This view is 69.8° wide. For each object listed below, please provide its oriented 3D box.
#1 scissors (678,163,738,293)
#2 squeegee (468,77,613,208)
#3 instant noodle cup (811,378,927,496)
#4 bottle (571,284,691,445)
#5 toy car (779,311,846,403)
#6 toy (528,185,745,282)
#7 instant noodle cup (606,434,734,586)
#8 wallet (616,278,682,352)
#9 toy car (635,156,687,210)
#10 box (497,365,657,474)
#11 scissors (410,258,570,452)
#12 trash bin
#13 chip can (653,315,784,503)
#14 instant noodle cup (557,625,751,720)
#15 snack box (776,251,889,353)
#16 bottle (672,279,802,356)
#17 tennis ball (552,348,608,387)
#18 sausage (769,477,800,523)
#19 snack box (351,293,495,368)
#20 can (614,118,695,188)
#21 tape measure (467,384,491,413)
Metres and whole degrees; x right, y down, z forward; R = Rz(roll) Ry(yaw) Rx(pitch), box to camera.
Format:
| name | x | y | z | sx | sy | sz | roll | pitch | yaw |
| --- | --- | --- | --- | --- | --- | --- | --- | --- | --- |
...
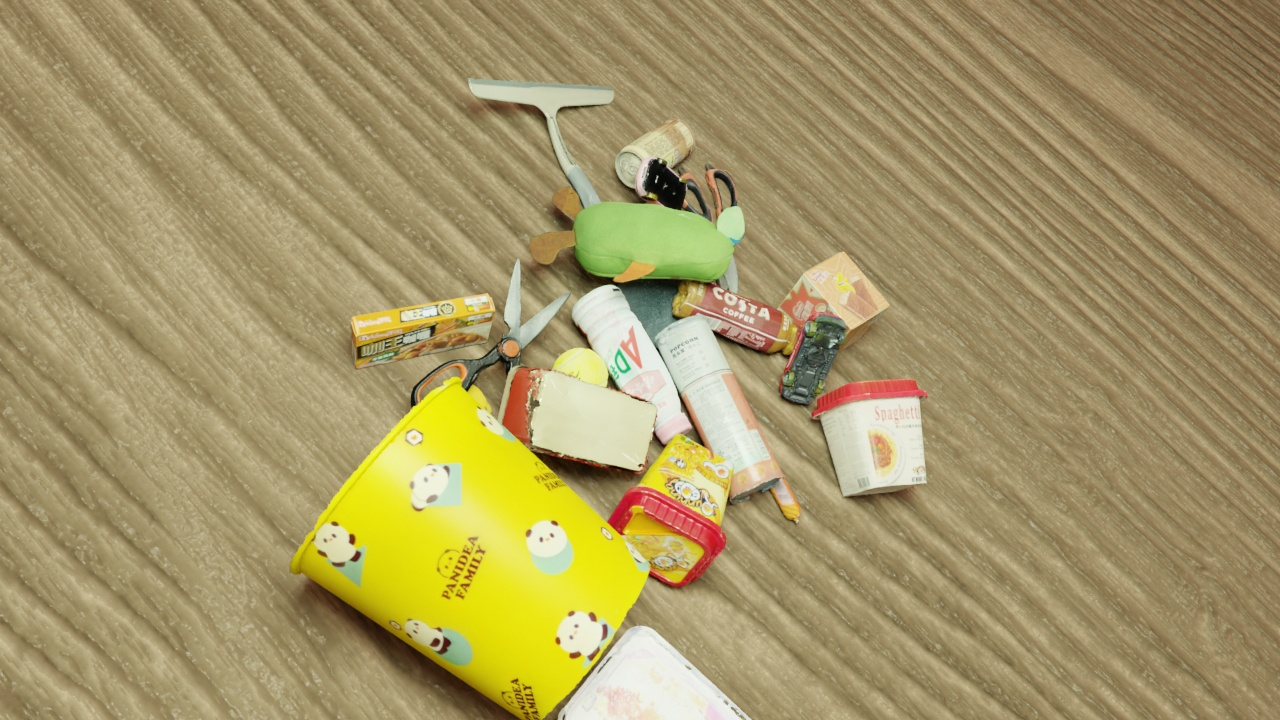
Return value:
| name | x | y | z | sx | sy | sz | roll | pitch | yaw |
| --- | --- | --- | --- | --- | --- | --- | --- | --- | --- |
| scissors | 0.092 | -0.177 | 1.241 | 0.194 | 0.015 | 0.205 | 35 | 58 | 3 |
| squeegee | -0.087 | -0.258 | 1.217 | 0.245 | 0.039 | 0.246 | -13 | 72 | -43 |
| instant noodle cup | 0.279 | 0.094 | 1.097 | 0.116 | 0.117 | 0.124 | -2 | 75 | -18 |
| bottle | -0.006 | 0.006 | 1.077 | 0.068 | 0.068 | 0.197 | -25 | 74 | -27 |
| toy car | 0.209 | -0.006 | 1.126 | 0.053 | 0.121 | 0.045 | 16 | 24 | -15 |
| toy | -0.002 | -0.143 | 1.100 | 0.247 | 0.090 | 0.226 | 10 | 35 | 8 |
| instant noodle cup | 0.039 | 0.157 | 0.988 | 0.116 | 0.116 | 0.123 | 29 | 46 | 0 |
| wallet | 0.020 | -0.078 | 1.162 | 0.097 | 0.019 | 0.120 | 39 | 60 | 5 |
| toy car | 0.025 | -0.225 | 1.191 | 0.037 | 0.122 | 0.056 | 17 | 89 | 26 |
| box | -0.059 | 0.063 | 0.969 | 0.168 | 0.079 | 0.091 | 20 | 79 | -41 |
| scissors | -0.152 | 0.010 | 1.010 | 0.220 | 0.022 | 0.224 | -26 | 101 | -28 |
| trash bin | -0.145 | 0.182 | 0.855 | 0.255 | 0.230 | 0.229 | 38 | 58 | -1 |
| chip can | 0.091 | 0.056 | 1.071 | 0.071 | 0.071 | 0.214 | -16 | 70 | -24 |
| instant noodle cup | 0.015 | 0.362 | 0.890 | 0.173 | 0.060 | 0.137 | 42 | 58 | 7 |
| snack box | 0.245 | -0.067 | 1.179 | 0.076 | 0.093 | 0.094 | -29 | 74 | -28 |
| bottle | 0.128 | -0.051 | 1.149 | 0.175 | 0.058 | 0.057 | 22 | 57 | -14 |
| tennis ball | -0.070 | 0.019 | 1.051 | 0.065 | 0.066 | 0.065 | 7 | 60 | -13 |
| sausage | 0.147 | 0.119 | 1.088 | 0.021 | 0.022 | 0.165 | -18 | 68 | -25 |
| snack box | -0.242 | -0.033 | 1.021 | 0.153 | 0.075 | 0.026 | -12 | 66 | -23 |
| can | 0.021 | -0.281 | 1.242 | 0.058 | 0.059 | 0.116 | 42 | 51 | 8 |
| tape measure | -0.200 | 0.050 | 1.015 | 0.059 | 0.029 | 0.057 | -27 | 72 | -28 |
